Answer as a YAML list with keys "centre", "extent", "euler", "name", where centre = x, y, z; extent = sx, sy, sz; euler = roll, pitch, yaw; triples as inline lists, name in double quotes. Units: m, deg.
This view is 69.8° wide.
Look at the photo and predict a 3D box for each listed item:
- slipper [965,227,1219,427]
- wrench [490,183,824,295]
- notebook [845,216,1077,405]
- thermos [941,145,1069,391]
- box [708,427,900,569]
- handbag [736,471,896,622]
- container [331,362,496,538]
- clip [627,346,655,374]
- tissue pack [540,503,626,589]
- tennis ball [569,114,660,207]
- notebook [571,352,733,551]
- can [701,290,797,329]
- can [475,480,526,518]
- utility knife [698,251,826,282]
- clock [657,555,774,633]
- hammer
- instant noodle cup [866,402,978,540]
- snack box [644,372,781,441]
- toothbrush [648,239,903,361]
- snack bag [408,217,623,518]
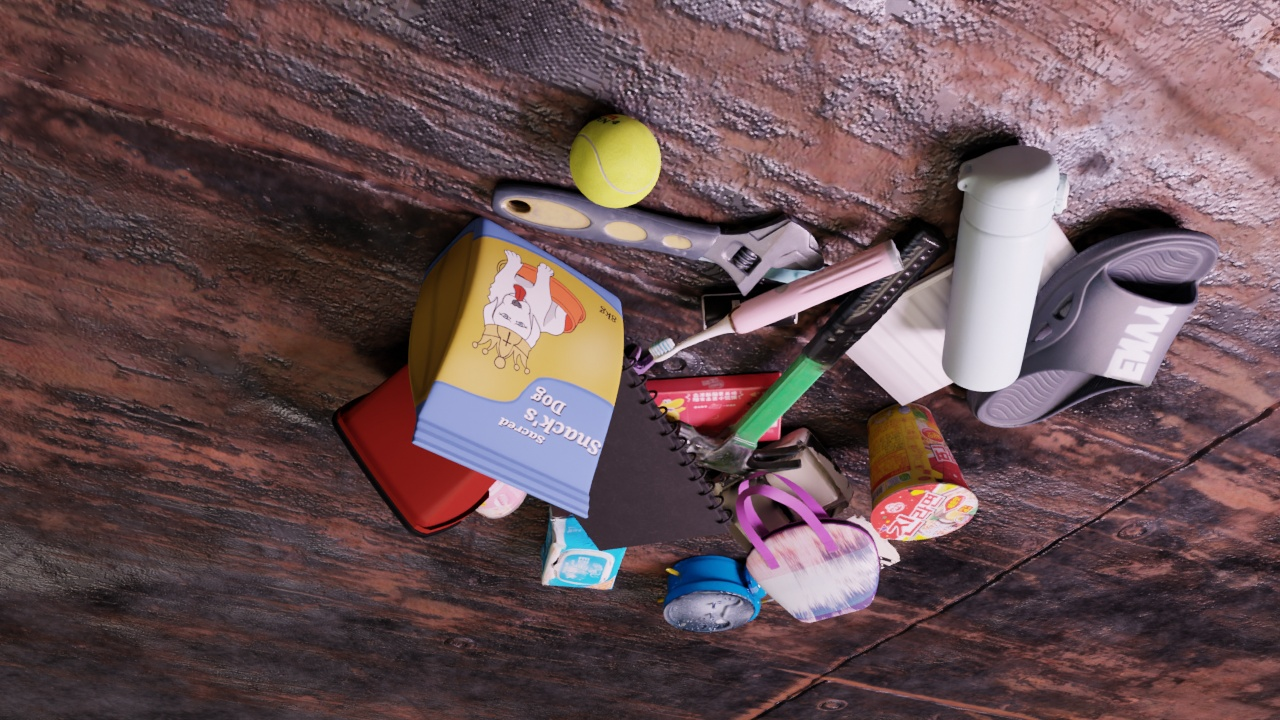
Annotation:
- centre: [0.383, -0.005, 0.798]
  extent: [0.110, 0.083, 0.269]
  euler: [12, 140, -13]
  name: "slipper"
- centre: [0.018, -0.102, 0.731]
  extent: [0.273, 0.022, 0.073]
  euler: [11, 123, -10]
  name: "wrench"
- centre: [0.295, -0.037, 0.826]
  extent: [0.210, 0.009, 0.142]
  euler: [-30, 132, 30]
  name: "notebook"
- centre: [0.283, -0.070, 0.730]
  extent: [0.078, 0.065, 0.207]
  euler: [10, 135, 20]
  name: "thermos"
- centre: [0.178, 0.156, 1.006]
  extent: [0.145, 0.100, 0.186]
  euler: [-33, 109, 34]
  name: "box"
- centre: [0.159, 0.180, 0.926]
  extent: [0.145, 0.067, 0.170]
  euler: [-25, 115, 31]
  name: "handbag"
- centre: [-0.205, 0.087, 0.849]
  extent: [0.201, 0.126, 0.148]
  euler: [-40, 83, 25]
  name: "container"
- centre: [-0.004, 0.006, 0.869]
  extent: [0.036, 0.013, 0.052]
  euler: [18, 138, -19]
  name: "clip"
- centre: [-0.068, 0.220, 1.078]
  extent: [0.093, 0.061, 0.145]
  euler: [6, 138, -7]
  name: "tissue pack"
- centre: [-0.018, -0.142, 0.657]
  extent: [0.065, 0.065, 0.065]
  euler: [0, 139, -1]
  name: "tennis ball"
- centre: [-0.027, 0.096, 0.900]
  extent: [0.169, 0.019, 0.231]
  euler: [-15, 121, 31]
  name: "notebook"
- centre: [0.094, -0.044, 0.798]
  extent: [0.080, 0.031, 0.032]
  euler: [-3, 139, 3]
  name: "can"
- centre: [-0.162, 0.118, 0.954]
  extent: [0.067, 0.067, 0.076]
  euler: [-15, 138, 16]
  name: "can"
- centre: [0.092, -0.081, 0.768]
  extent: [0.158, 0.015, 0.022]
  euler: [10, 115, -11]
  name: "utility knife"
- centre: [0.104, 0.300, 1.177]
  extent: [0.161, 0.060, 0.117]
  euler: [4, 138, -8]
  name: "clock"
- centre: [0.157, 0.001, 0.829]
  extent: [0.130, 0.032, 0.320]
  euler: [23, 128, -19]
  name: "hammer"
- centre: [0.270, 0.105, 0.911]
  extent: [0.100, 0.112, 0.100]
  euler: [0, 139, 0]
  name: "instant noodle cup"
- centre: [0.073, 0.051, 0.915]
  extent: [0.133, 0.021, 0.089]
  euler: [-3, 139, 3]
  name: "snack box"
- centre: [0.107, -0.044, 0.760]
  extent: [0.223, 0.027, 0.026]
  euler: [-22, 108, 19]
  name: "toothbrush"
- centre: [-0.099, 0.010, 0.725]
  extent: [0.159, 0.204, 0.103]
  euler: [29, 131, -30]
  name: "snack bag"
